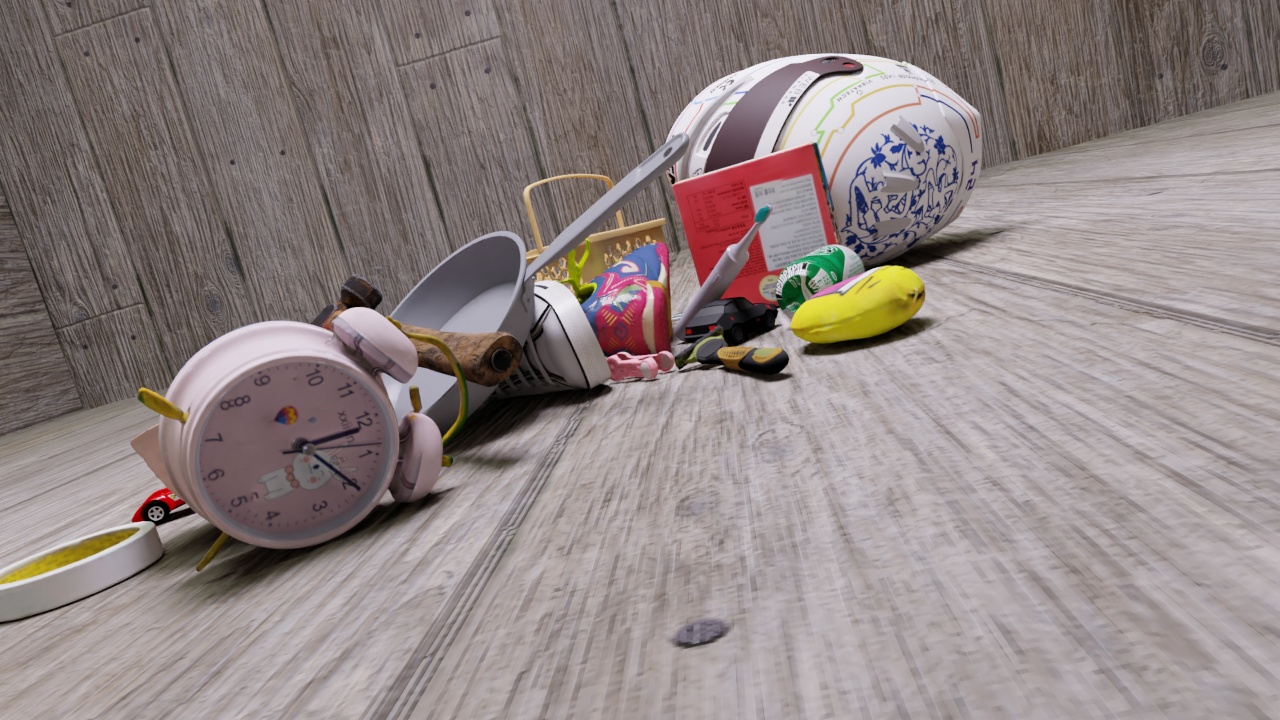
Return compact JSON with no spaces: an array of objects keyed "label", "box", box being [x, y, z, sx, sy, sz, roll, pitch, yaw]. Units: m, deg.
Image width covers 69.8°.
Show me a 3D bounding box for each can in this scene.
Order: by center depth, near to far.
[{"label":"can","box":[0.151,-0.065,0.765,0.053,0.053,0.100,-10,10,32]}]

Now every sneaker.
[{"label":"sneaker","box":[-0.120,-0.003,0.760,0.097,0.091,0.246,-33,19,-28]},{"label":"sneaker","box":[-0.018,-0.064,0.845,0.091,0.116,0.241,-5,16,5]}]

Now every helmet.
[{"label":"helmet","box":[0.209,-0.208,0.992,0.313,0.231,0.236,-14,34,-24]}]

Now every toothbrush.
[{"label":"toothbrush","box":[0.067,-0.069,0.757,0.019,0.018,0.188,-17,-21,-27]}]

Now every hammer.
[{"label":"hammer","box":[-0.182,-0.007,0.660,0.331,0.033,0.119,8,58,54]}]

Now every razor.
[{"label":"razor","box":[0.065,-0.003,0.630,0.044,0.021,0.144,-36,12,-12]}]

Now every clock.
[{"label":"clock","box":[-0.167,0.035,0.484,0.157,0.117,0.059,-20,20,-26]}]

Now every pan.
[{"label":"pan","box":[-0.094,-0.048,0.662,0.358,0.051,0.200,-29,36,28]}]

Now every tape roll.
[{"label":"tape roll","box":[-0.328,0.120,0.529,0.094,0.019,0.094,-15,9,2]}]

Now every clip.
[{"label":"clip","box":[0.002,0.002,0.708,0.045,0.023,0.060,-14,9,-25]}]

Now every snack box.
[{"label":"snack box","box":[0.119,-0.123,0.895,0.143,0.145,0.040,-12,12,22]}]

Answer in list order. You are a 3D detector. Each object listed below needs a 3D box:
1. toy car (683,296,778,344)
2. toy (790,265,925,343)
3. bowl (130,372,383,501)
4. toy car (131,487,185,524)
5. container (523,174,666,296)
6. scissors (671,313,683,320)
[{"label":"toy car","box":[0.077,-0.036,0.764,0.042,0.036,0.091,-6,12,46]},{"label":"toy","box":[0.148,-0.037,0.629,0.094,0.041,0.095,-12,11,45]},{"label":"bowl","box":[-0.221,0.051,0.567,0.153,0.076,0.153,-25,4,2]},{"label":"toy car","box":[-0.324,0.090,0.668,0.089,0.025,0.038,-27,12,-16]},{"label":"container","box":[-0.061,-0.115,0.984,0.129,0.167,0.183,-10,9,29]},{"label":"scissors","box":[0.001,-0.038,1.007,0.130,0.014,0.118,-6,9,37]}]
